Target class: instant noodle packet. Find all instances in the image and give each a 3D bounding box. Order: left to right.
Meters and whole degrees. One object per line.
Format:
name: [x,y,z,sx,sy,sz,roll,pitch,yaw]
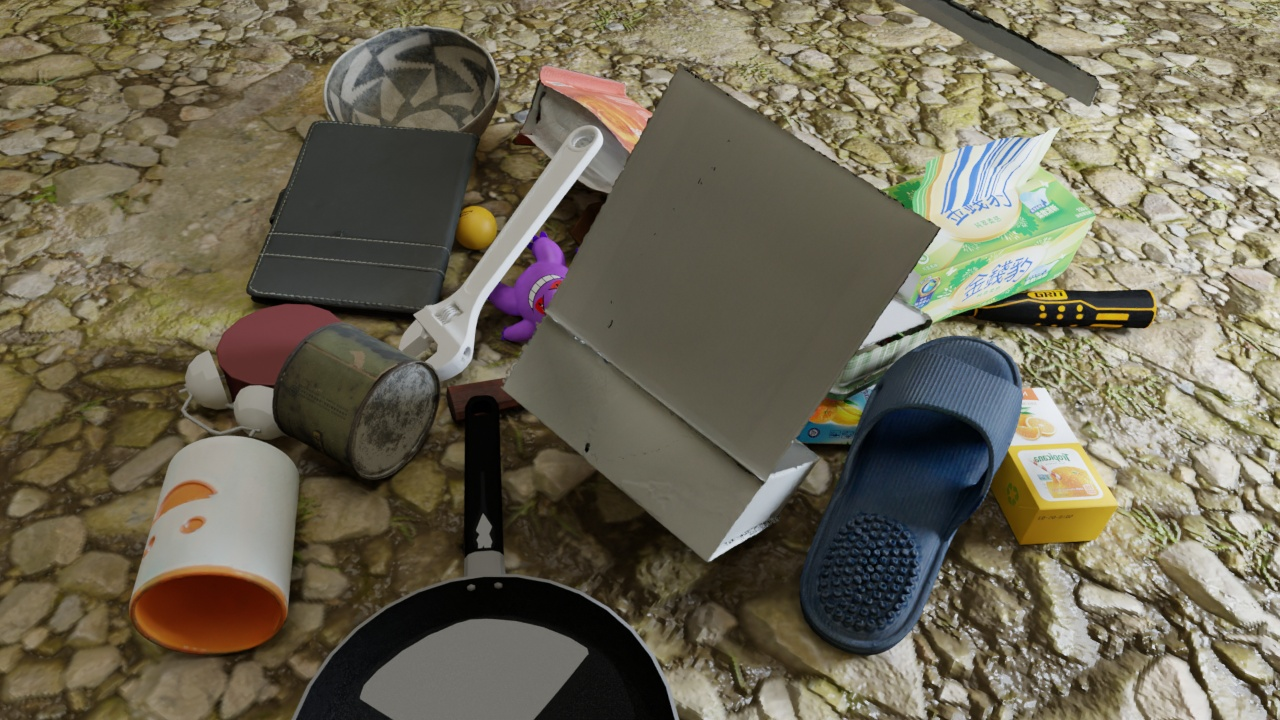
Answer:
instant noodle packet: [0.014,-0.194,0.889,0.221,0.084,0.164,35,22,20]

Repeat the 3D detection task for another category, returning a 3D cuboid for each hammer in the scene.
hammer: [-0.004,0.005,0.735,0.300,0.028,0.111,-12,46,-17]
hammer: [0.298,-0.049,0.821,0.320,0.036,0.123,0,42,-2]

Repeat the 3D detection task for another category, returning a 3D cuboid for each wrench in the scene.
wrench: [-0.110,-0.096,0.765,0.066,0.018,0.272,21,68,31]

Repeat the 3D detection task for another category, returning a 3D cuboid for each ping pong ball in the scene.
ping pong ball: [-0.153,-0.123,0.851,0.040,0.040,0.040,3,42,-3]

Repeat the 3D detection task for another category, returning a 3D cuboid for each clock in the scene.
clock: [-0.274,0.009,0.688,0.096,0.048,0.137,25,46,21]

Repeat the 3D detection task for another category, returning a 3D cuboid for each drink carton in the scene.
drink carton: [0.162,0.043,0.699,0.129,0.039,0.044,3,38,-3]
drink carton: [0.288,0.073,0.677,0.058,0.040,0.122,-2,43,-8]

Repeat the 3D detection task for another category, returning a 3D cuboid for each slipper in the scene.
slipper: [0.183,0.066,0.608,0.101,0.083,0.262,25,60,20]

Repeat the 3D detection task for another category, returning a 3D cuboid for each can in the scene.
can: [-0.198,0.028,0.644,0.075,0.090,0.089,24,45,20]

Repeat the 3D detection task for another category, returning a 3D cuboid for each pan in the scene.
pan: [-0.092,0.158,0.544,0.204,0.044,0.355,-3,43,-8]

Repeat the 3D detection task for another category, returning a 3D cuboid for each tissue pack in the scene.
tissue pack: [0.275,-0.125,0.765,0.197,0.142,0.120,-25,57,-22]

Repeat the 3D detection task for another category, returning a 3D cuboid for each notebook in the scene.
notebook: [-0.245,-0.131,0.823,0.169,0.029,0.208,5,56,2]

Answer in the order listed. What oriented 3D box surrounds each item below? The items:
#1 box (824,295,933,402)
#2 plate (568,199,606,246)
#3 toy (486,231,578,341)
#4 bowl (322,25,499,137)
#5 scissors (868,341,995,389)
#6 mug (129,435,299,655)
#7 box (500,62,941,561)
box: [0.122,-0.050,0.745,0.117,0.050,0.205,-19,44,-39]
plate: [0.001,-0.111,0.863,0.131,0.025,0.131,3,42,-3]
toy: [-0.073,-0.050,0.768,0.106,0.056,0.088,-48,51,-2]
bowl: [-0.233,-0.262,0.961,0.178,0.081,0.178,0,60,-1]
scissors: [0.242,0.011,0.756,0.126,0.019,0.143,27,53,15]
mug: [-0.252,0.110,0.554,0.082,0.082,0.105,-5,42,-10]
box: [0.028,-0.051,0.442,0.167,0.514,0.172,37,61,18]
